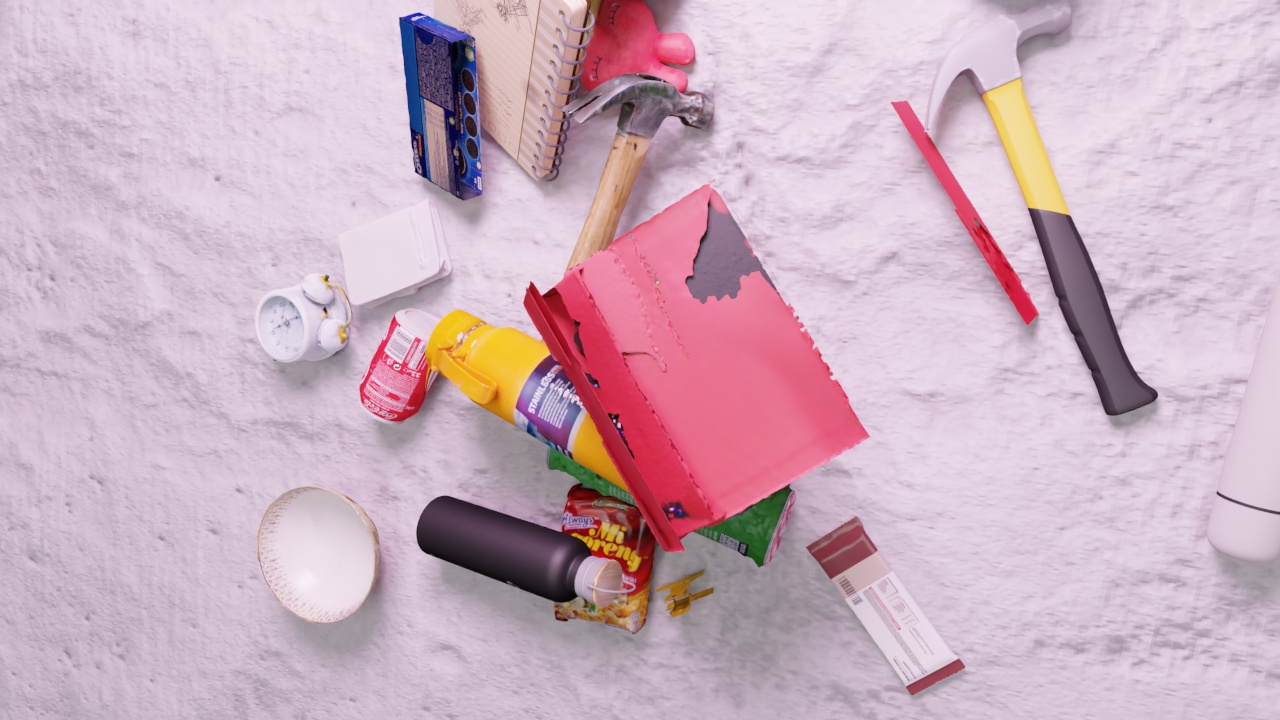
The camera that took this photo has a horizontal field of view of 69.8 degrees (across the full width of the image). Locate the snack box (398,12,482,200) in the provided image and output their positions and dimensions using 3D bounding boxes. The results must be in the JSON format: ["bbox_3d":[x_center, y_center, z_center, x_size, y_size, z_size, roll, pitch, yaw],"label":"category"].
[{"bbox_3d":[-0.180,-0.229,0.833,0.082,0.027,0.150,36,137,33],"label":"snack box"}]

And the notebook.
[{"bbox_3d":[-0.115,-0.265,0.772,0.024,0.226,0.167,-40,81,-25],"label":"notebook"}]

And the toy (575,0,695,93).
[{"bbox_3d":[-0.018,-0.274,0.807,0.135,0.045,0.092,23,102,4],"label":"toy"}]

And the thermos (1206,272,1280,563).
[{"bbox_3d":[0.472,0.040,0.676,0.052,0.052,0.224,13,101,17],"label":"thermos"}]

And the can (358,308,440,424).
[{"bbox_3d":[-0.232,0.006,0.906,0.064,0.064,0.105,35,106,12],"label":"can"}]

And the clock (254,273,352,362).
[{"bbox_3d":[-0.338,-0.042,0.938,0.118,0.057,0.083,-19,90,27],"label":"clock"}]

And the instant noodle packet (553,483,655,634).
[{"bbox_3d":[-0.035,0.191,0.876,0.099,0.039,0.135,11,101,24],"label":"instant noodle packet"}]

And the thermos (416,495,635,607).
[{"bbox_3d":[-0.106,0.182,0.857,0.232,0.061,0.061,11,100,32],"label":"thermos"}]

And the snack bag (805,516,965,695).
[{"bbox_3d":[0.215,0.215,0.806,0.057,0.013,0.158,-38,84,21],"label":"snack bag"}]

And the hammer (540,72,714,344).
[{"bbox_3d":[-0.048,-0.093,0.819,0.033,0.132,0.331,43,120,40],"label":"hammer"}]

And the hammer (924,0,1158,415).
[{"bbox_3d":[0.322,-0.110,0.718,0.127,0.029,0.323,-21,92,13],"label":"hammer"}]

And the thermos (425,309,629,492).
[{"bbox_3d":[-0.080,0.028,0.784,0.233,0.091,0.076,28,84,18],"label":"thermos"}]

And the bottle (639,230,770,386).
[{"bbox_3d":[0.046,-0.041,0.803,0.068,0.067,0.157,-32,86,19],"label":"bottle"}]

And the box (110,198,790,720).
[{"bbox_3d":[-0.021,0.028,0.520,0.141,0.509,0.215,-31,85,18],"label":"box"}]

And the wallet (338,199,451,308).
[{"bbox_3d":[-0.244,-0.105,0.916,0.116,0.032,0.086,-14,81,22],"label":"wallet"}]

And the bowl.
[{"bbox_3d":[-0.321,0.195,0.960,0.145,0.063,0.145,2,97,19],"label":"bowl"}]

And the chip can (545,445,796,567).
[{"bbox_3d":[0.025,0.107,0.827,0.223,0.075,0.075,22,103,16],"label":"chip can"}]

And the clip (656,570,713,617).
[{"bbox_3d":[0.039,0.222,0.851,0.054,0.049,0.044,-25,122,19],"label":"clip"}]
